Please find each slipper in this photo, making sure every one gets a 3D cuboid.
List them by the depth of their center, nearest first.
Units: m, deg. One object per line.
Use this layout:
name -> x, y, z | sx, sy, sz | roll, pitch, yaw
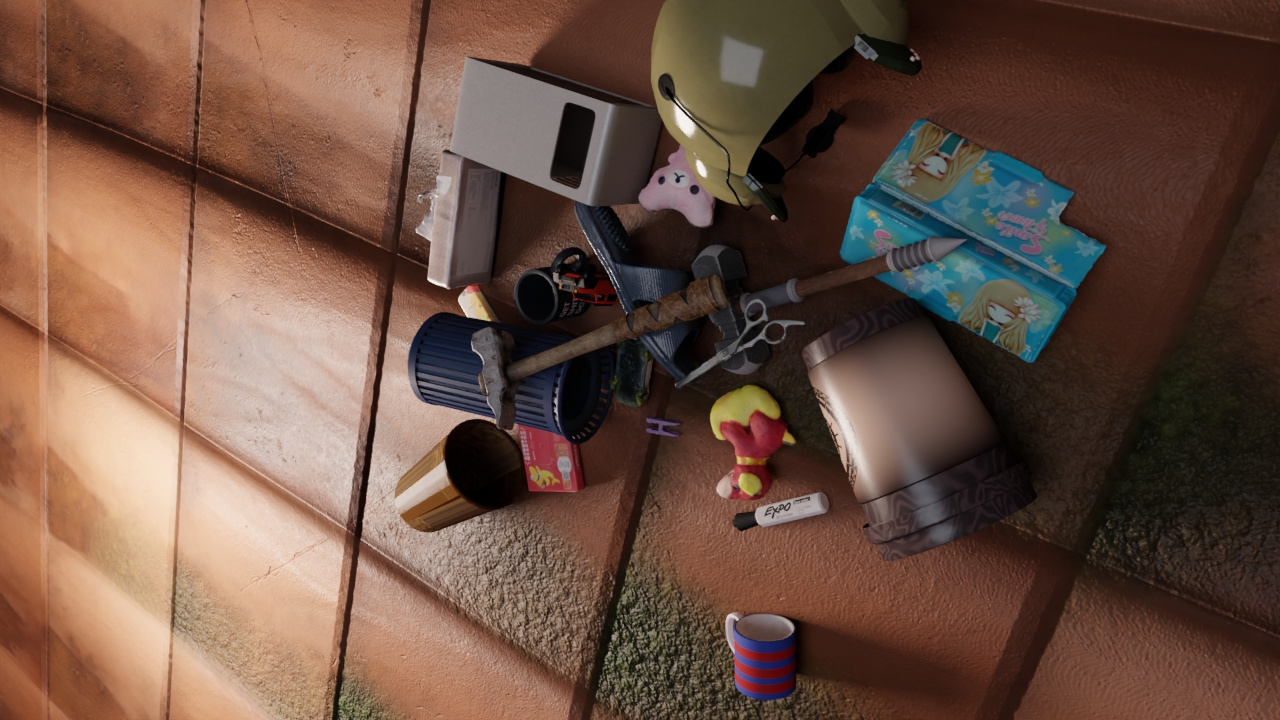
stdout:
slipper -> 0.017, -0.099, 1.099 | 0.083, 0.101, 0.263 | -33, 82, 17

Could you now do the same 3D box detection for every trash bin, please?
trash bin -> -0.104, -0.280, 1.118 | 0.229, 0.114, 0.115 | 25, 113, 26
trash bin -> -0.175, 0.016, 1.200 | 0.250, 0.139, 0.139 | 11, 106, 25

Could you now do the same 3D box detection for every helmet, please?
helmet -> 0.127, -0.281, 0.872 | 0.233, 0.255, 0.251 | 47, 120, 12

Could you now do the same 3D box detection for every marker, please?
marker -> 0.165, 0.183, 1.101 | 0.126, 0.025, 0.025 | -21, 89, 34

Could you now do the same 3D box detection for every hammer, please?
hammer -> 0.194, -0.083, 0.971 | 0.323, 0.043, 0.156 | -15, 92, 47
hammer -> -0.050, -0.023, 1.049 | 0.319, 0.049, 0.121 | -21, 75, 19

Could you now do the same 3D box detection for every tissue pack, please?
tissue pack -> -0.243, -0.194, 1.235 | 0.071, 0.103, 0.182 | 25, 114, 29

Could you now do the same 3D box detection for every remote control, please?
remote control -> -0.218, -0.051, 1.301 | 0.038, 0.018, 0.125 | -40, 76, 32

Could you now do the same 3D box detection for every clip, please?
clip -> 0.029, 0.088, 1.177 | 0.053, 0.013, 0.037 | 24, 112, 29

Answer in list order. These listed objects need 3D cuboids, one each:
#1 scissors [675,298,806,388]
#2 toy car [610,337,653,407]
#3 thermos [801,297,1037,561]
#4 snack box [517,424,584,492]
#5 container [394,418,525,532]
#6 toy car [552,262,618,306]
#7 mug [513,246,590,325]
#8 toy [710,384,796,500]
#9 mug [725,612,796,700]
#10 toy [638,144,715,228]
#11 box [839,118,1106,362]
scissors -> 0.107, -0.006, 1.015 | 0.090, 0.014, 0.172 | 45, 109, 30
toy car -> -0.007, 0.007, 1.168 | 0.048, 0.033, 0.105 | 20, 115, 26
thermos -> 0.270, 0.065, 0.931 | 0.173, 0.172, 0.226 | -32, 77, 33
snack box -> -0.127, 0.116, 1.276 | 0.089, 0.021, 0.133 | -4, 98, 33
container -> -0.269, 0.176, 1.324 | 0.168, 0.131, 0.132 | -32, 83, 39
toy car -> -0.063, -0.093, 1.141 | 0.051, 0.100, 0.049 | 15, 102, 32
mug -> -0.105, -0.100, 1.180 | 0.071, 0.077, 0.105 | 39, 118, 20
toy -> 0.133, 0.097, 1.088 | 0.106, 0.067, 0.137 | -3, 87, 31
mug -> 0.142, 0.357, 1.134 | 0.112, 0.074, 0.076 | 15, 110, 57
toy -> 0.053, -0.210, 1.073 | 0.099, 0.052, 0.096 | 24, 100, 23
box -> 0.323, -0.119, 0.905 | 0.227, 0.083, 0.173 | 34, 117, 22
